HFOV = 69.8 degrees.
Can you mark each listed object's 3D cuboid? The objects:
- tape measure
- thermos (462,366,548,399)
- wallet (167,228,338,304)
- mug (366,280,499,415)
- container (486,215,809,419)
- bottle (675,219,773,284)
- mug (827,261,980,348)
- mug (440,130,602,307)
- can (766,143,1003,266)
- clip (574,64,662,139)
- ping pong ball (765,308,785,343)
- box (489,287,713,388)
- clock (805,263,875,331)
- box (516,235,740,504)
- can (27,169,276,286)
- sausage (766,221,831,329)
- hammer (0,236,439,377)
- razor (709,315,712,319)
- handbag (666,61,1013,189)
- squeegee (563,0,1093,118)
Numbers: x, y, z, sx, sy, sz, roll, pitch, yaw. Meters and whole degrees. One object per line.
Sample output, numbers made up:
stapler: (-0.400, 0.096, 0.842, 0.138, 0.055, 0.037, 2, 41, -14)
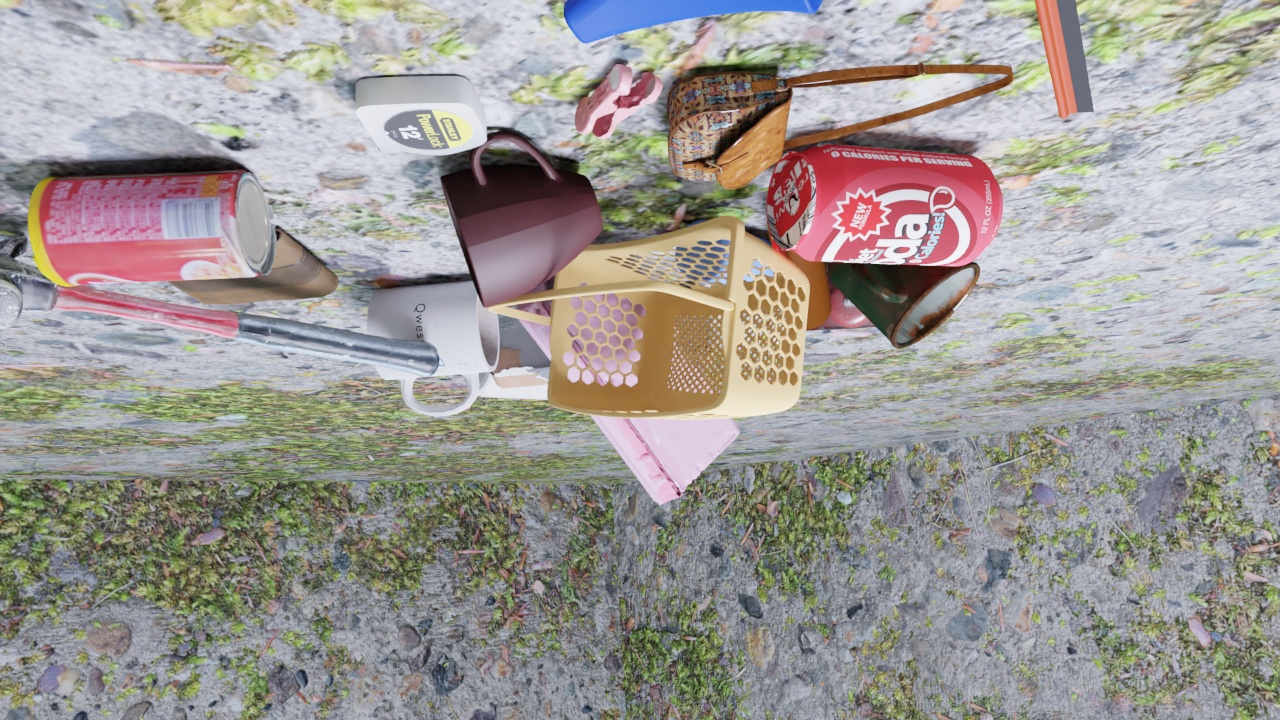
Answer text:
tape measure: (-0.119, -0.133, 0.502, 0.065, 0.016, 0.064, -4, 168, 0)
thermos: (-0.111, 0.014, 1.110, 0.229, 0.068, 0.101, 6, 178, -43)
wallet: (-0.313, -0.072, 0.716, 0.121, 0.027, 0.099, -4, 164, 7)
mug: (-0.183, -0.009, 0.829, 0.096, 0.119, 0.083, -5, -174, 4)
container: (0.003, -0.023, 0.634, 0.166, 0.129, 0.184, 14, 170, -42)
bottle: (0.088, -0.079, 0.752, 0.048, 0.048, 0.131, -14, 164, 41)
mug: (0.189, -0.066, 0.690, 0.110, 0.081, 0.085, -5, 138, -49)
mug: (-0.073, -0.097, 0.579, 0.088, 0.087, 0.114, -19, 139, -10)
can: (0.161, -0.101, 0.603, 0.142, 0.074, 0.075, 0, 168, -18)
clip: (-0.017, -0.140, 0.493, 0.060, 0.023, 0.044, -13, 161, 31)
ping pong ball: (0.155, -0.037, 0.995, 0.040, 0.040, 0.040, -4, 168, -1)
box: (-0.037, -0.021, 0.909, 0.217, 0.114, 0.096, -5, 148, 5)
clock: (0.204, -0.059, 0.835, 0.110, 0.062, 0.157, -2, -178, -9)
box: (-0.002, 0.004, 0.791, 0.107, 0.233, 0.099, -30, -153, 8)
can: (-0.299, -0.082, 0.566, 0.124, 0.066, 0.067, -3, 168, -4)
sausage: (0.125, -0.074, 0.719, 0.040, 0.040, 0.156, -7, 153, 13)
hammer: (-0.305, -0.029, 0.682, 0.325, 0.036, 0.140, 12, -169, -39)
razor: (0.037, -0.036, 1.019, 0.043, 0.018, 0.141, 6, 165, -36)
handbag: (0.112, -0.136, 0.521, 0.196, 0.043, 0.093, -8, 170, 4)
squeegee: (0.053, -0.158, 0.344, 0.185, 0.055, 0.249, -10, 149, 28)
